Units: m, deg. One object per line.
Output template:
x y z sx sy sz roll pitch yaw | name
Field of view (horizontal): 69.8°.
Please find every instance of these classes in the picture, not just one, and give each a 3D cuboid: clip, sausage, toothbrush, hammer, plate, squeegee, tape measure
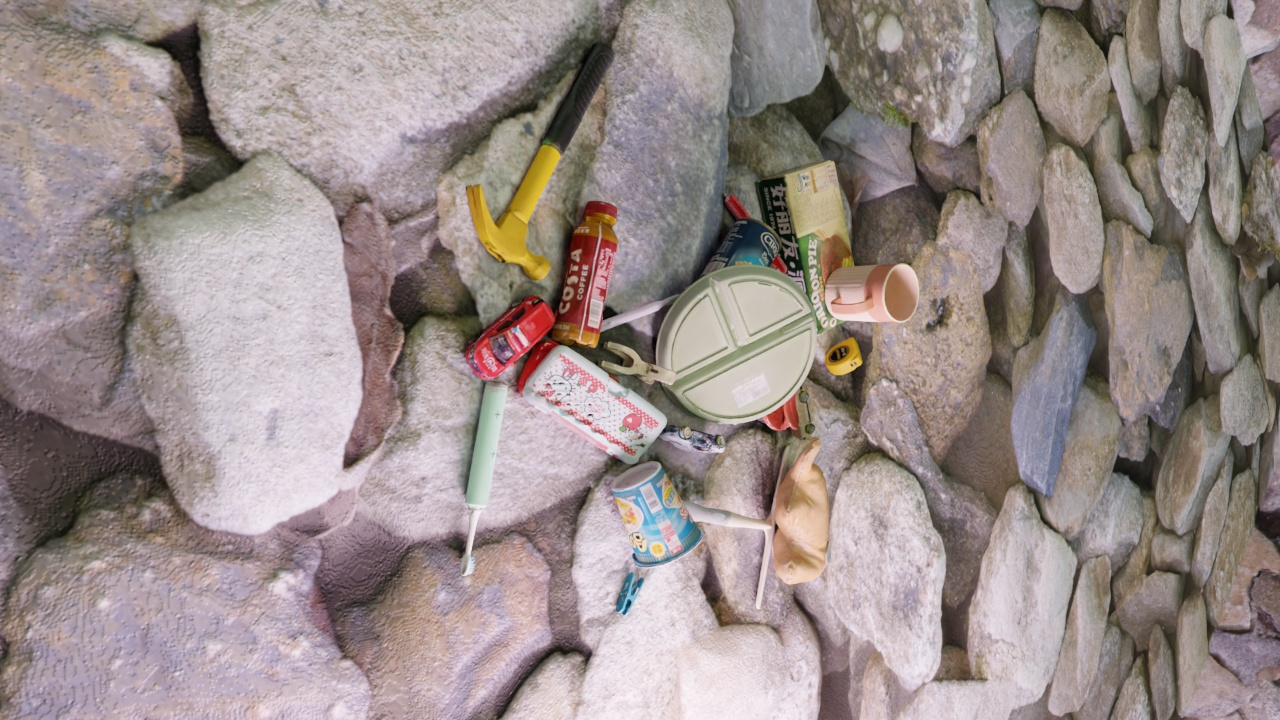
-0.010 0.007 1.177 0.098 0.064 0.034 21 78 -30 | clip
0.165 -0.177 1.305 0.156 0.020 0.020 50 63 -20 | sausage
-0.015 0.306 1.202 0.041 0.014 0.056 38 68 -33 | clip
-0.182 0.134 1.049 0.027 0.026 0.224 17 81 -60 | toothbrush
-0.105 -0.250 1.086 0.128 0.033 0.300 37 70 -36 | hammer
0.005 -0.064 1.195 0.188 0.021 0.029 -21 67 -35 | toothbrush
0.133 -0.015 1.224 0.230 0.027 0.230 -5 113 -12 | plate
0.122 0.221 1.291 0.246 0.039 0.246 18 81 -38 | squeegee
0.316 -0.002 1.422 0.029 0.057 0.059 51 22 -26 | tape measure

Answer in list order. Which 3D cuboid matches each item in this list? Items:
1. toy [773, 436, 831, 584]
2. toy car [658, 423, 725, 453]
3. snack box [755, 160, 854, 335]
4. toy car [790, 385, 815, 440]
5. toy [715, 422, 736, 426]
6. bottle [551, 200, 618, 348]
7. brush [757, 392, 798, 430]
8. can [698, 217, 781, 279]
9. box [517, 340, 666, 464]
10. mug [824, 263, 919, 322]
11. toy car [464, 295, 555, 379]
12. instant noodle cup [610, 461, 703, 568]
0.237 0.211 1.335 0.143 0.082 0.226 -35 127 -69 | toy
0.068 0.107 1.234 0.105 0.049 0.031 19 77 -37 | toy car
0.253 -0.166 1.359 0.114 0.063 0.240 -25 108 -35 | snack box
0.232 0.077 1.370 0.035 0.042 0.090 -17 99 -14 | toy car
0.131 0.049 1.291 0.096 0.030 0.092 9 90 -23 | toy
-0.063 -0.105 1.111 0.057 0.058 0.175 16 82 -38 | bottle
0.191 0.032 1.316 0.063 0.069 0.146 -22 106 -35 | brush
0.135 -0.130 1.258 0.075 0.075 0.111 46 66 -31 | can
-0.054 0.056 1.122 0.201 0.068 0.090 36 72 -35 | box
0.319 -0.090 1.306 0.114 0.106 0.082 -27 110 -35 | mug
-0.148 -0.028 1.057 0.120 0.045 0.053 -44 116 -26 | toy car
0.015 0.193 1.173 0.099 0.099 0.110 -32 105 -33 | instant noodle cup
